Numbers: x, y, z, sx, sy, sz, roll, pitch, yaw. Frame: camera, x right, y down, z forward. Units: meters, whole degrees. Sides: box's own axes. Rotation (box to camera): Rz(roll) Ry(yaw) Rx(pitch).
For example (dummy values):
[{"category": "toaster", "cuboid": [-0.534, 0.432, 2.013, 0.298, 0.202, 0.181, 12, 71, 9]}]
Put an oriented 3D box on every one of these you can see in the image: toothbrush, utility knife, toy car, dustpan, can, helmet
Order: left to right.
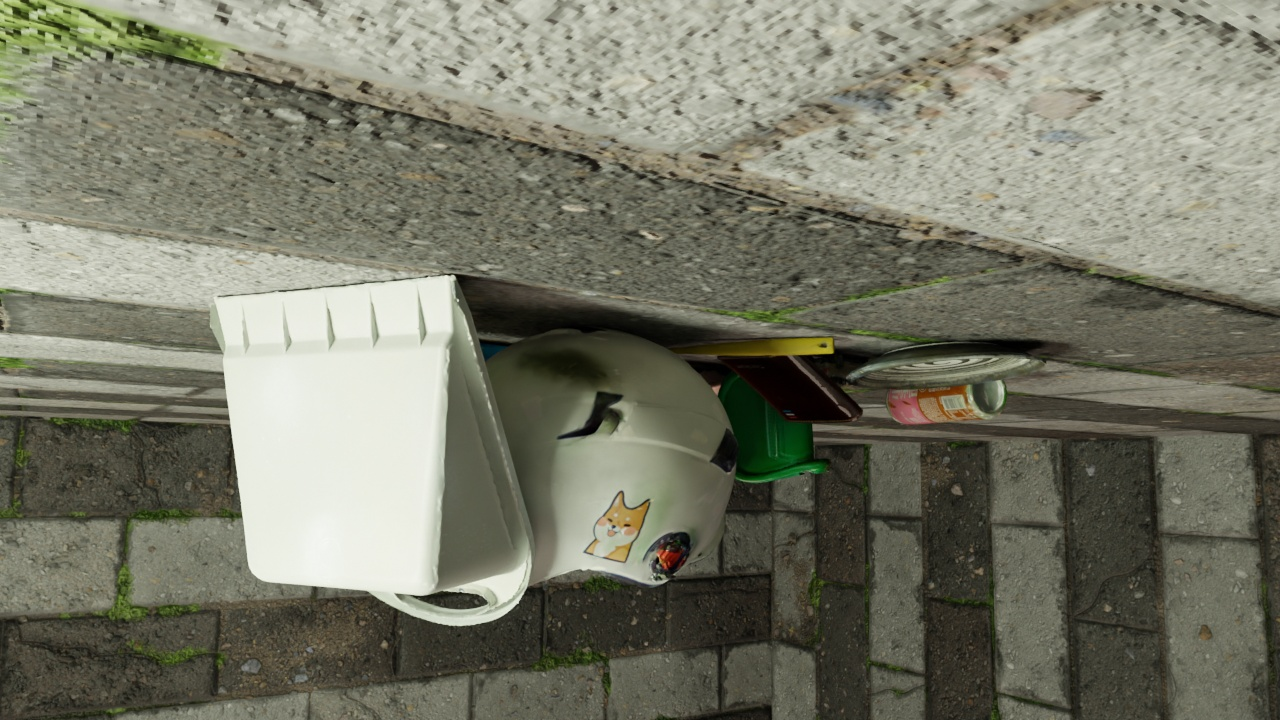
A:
[{"category": "dustpan", "cuboid": [-0.182, 0.081, 0.679, 0.223, 0.257, 0.142, -2, 178, 25]}, {"category": "utility knife", "cuboid": [-0.071, 0.002, 0.921, 0.216, 0.018, 0.034, 6, 169, -23]}, {"category": "helmet", "cuboid": [-0.028, 0.058, 0.762, 0.273, 0.229, 0.157, 3, 130, -26]}, {"category": "toothbrush", "cuboid": [0.082, -0.010, 0.839, 0.190, 0.015, 0.016, -2, 177, 21]}, {"category": "toy car", "cuboid": [0.198, 0.012, 0.932, 0.090, 0.035, 0.042, 5, 173, -44]}, {"category": "can", "cuboid": [0.347, 0.042, 1.050, 0.057, 0.058, 0.147, 4, 173, -21]}]

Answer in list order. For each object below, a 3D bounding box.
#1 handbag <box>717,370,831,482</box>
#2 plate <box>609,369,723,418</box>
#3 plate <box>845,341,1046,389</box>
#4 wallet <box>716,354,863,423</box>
[{"category": "handbag", "cuboid": [0.143, 0.066, 0.993, 0.120, 0.131, 0.068, -5, -176, 12]}, {"category": "plate", "cuboid": [-0.003, 0.066, 1.080, 0.229, 0.028, 0.229, -26, 173, -4]}, {"category": "plate", "cuboid": [0.284, 0.003, 0.866, 0.179, 0.024, 0.179, -3, 170, -1]}, {"category": "wallet", "cuboid": [0.146, 0.023, 0.895, 0.122, 0.020, 0.097, 40, 151, -31]}]
